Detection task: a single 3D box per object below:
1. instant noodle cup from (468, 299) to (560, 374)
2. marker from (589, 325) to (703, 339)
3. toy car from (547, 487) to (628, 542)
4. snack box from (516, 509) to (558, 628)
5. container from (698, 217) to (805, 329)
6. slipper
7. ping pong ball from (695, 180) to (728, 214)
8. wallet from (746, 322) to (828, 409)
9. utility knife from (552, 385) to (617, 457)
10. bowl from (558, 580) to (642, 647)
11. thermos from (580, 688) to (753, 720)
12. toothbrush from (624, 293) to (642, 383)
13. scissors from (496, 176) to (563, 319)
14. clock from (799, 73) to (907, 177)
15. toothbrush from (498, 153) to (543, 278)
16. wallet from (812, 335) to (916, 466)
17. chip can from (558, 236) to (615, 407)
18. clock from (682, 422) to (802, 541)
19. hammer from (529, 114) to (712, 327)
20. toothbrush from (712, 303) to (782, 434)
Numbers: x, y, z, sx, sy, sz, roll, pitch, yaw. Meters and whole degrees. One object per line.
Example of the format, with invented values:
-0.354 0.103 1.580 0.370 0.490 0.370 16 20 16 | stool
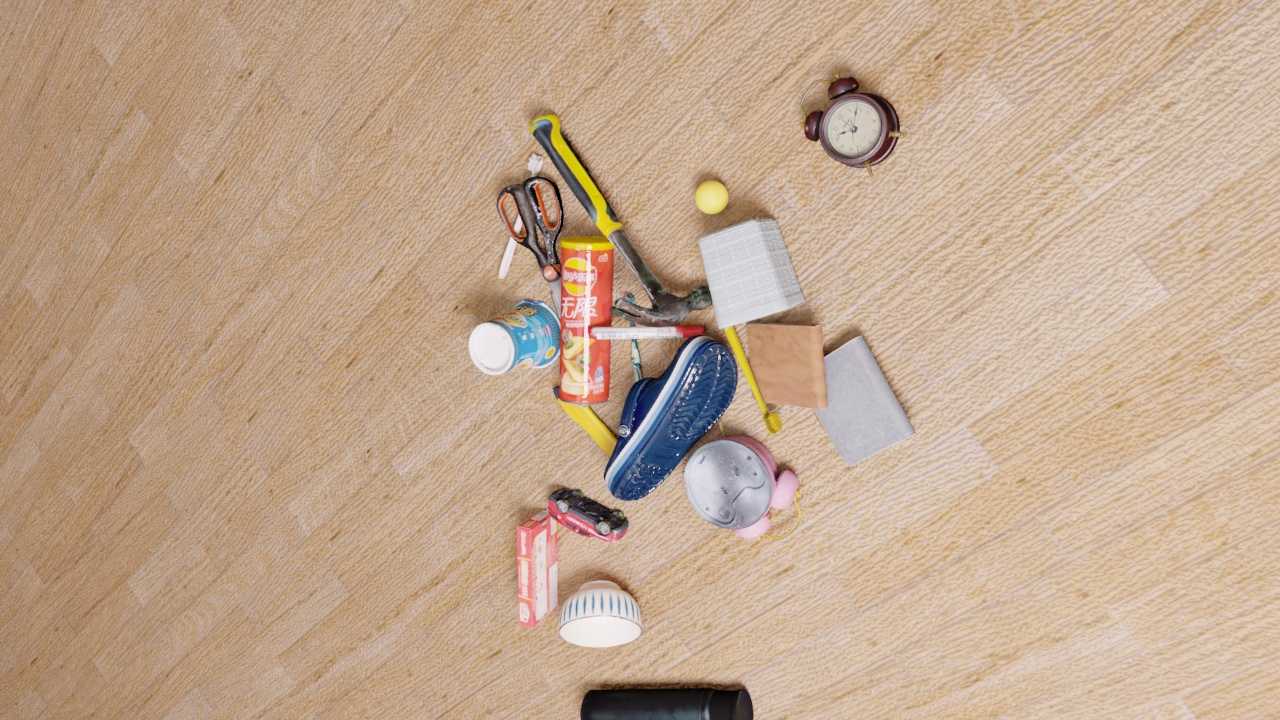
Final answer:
-0.173 -0.026 1.236 0.099 0.109 0.099 7 105 25 | instant noodle cup
0.008 -0.036 1.164 0.145 0.017 0.017 -1 103 0 | marker
-0.074 0.219 1.280 0.120 0.052 0.045 22 112 23 | toy car
-0.147 0.299 1.320 0.025 0.075 0.153 7 105 24 | snack box
0.128 -0.105 1.085 0.090 0.090 0.111 -17 91 28 | container
0.030 0.068 1.173 0.095 0.105 0.253 47 116 34 | slipper
0.086 -0.197 1.108 0.040 0.040 0.040 6 105 24 | ping pong ball
0.175 0.005 1.106 0.115 0.020 0.101 3 103 49 | wallet
-0.058 0.099 1.264 0.176 0.015 0.033 48 123 7 | utility knife
-0.056 0.349 1.282 0.117 0.116 0.066 -27 46 28 | bowl
0.037 0.505 1.282 0.243 0.068 0.090 -11 93 28 | thermos
-0.007 0.007 1.215 0.016 0.018 0.192 0 102 26 | toothbrush
-0.111 -0.135 1.226 0.140 0.021 0.235 -37 93 21 | scissors
0.231 -0.262 1.015 0.122 0.055 0.082 43 117 13 | clock
-0.166 -0.194 1.247 0.016 0.016 0.180 31 113 25 | toothbrush
0.252 0.051 1.086 0.107 0.036 0.129 -36 76 40 | wallet
-0.072 -0.052 1.202 0.073 0.073 0.217 10 106 24 | chip can
0.133 0.162 1.162 0.158 0.059 0.117 42 115 13 | clock
-0.045 -0.177 1.145 0.323 0.125 0.032 56 146 13 | hammer
0.130 0.001 1.130 0.017 0.015 0.190 -34 76 50 | toothbrush
